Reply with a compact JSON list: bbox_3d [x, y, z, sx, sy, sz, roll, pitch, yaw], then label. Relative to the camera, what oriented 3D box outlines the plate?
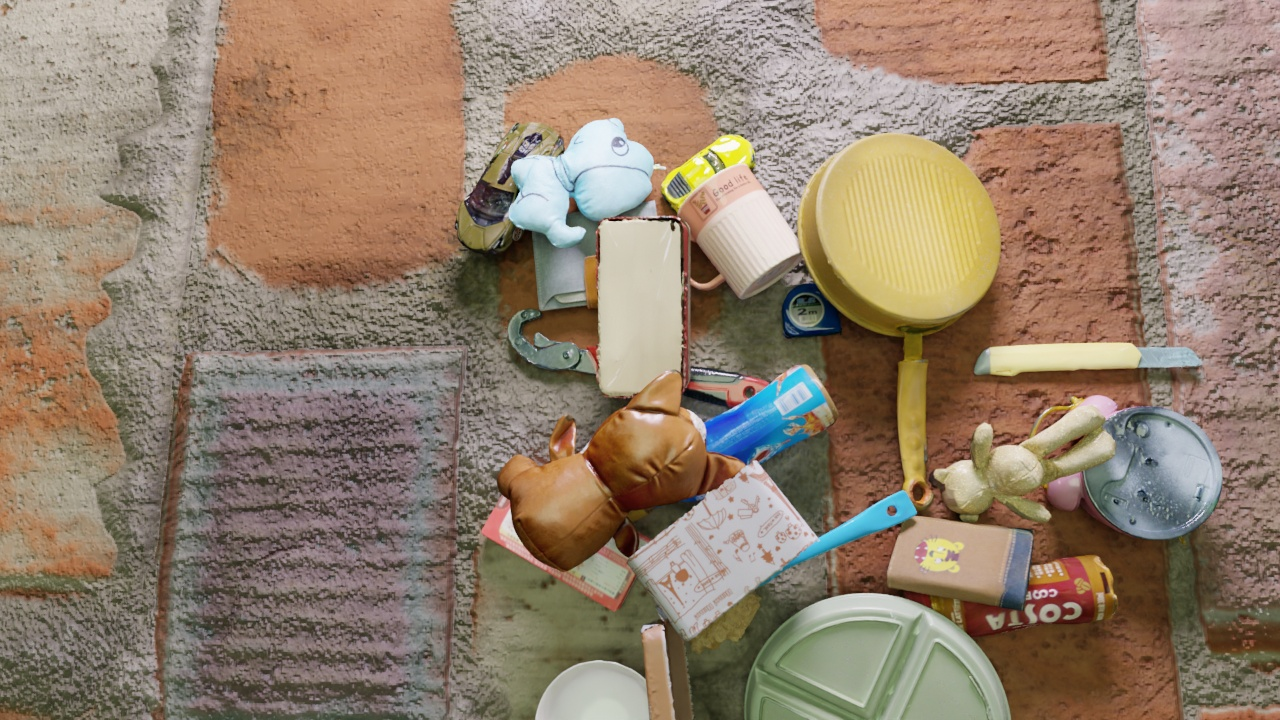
[{"bbox_3d":[0.204,0.320,0.802,0.230,0.027,0.230,0,91,13],"label":"plate"}]

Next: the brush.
[{"bbox_3d":[0.135,0.188,0.846,0.255,0.046,0.083,-29,74,6],"label":"brush"}]

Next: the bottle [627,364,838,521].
[{"bbox_3d":[0.079,0.085,0.864,0.219,0.065,0.065,-32,78,5],"label":"bottle"}]

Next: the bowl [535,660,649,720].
[{"bbox_3d":[-0.032,0.330,0.832,0.118,0.065,0.118,-1,79,5],"label":"bowl"}]

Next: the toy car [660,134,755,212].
[{"bbox_3d":[0.070,-0.193,0.937,0.105,0.032,0.048,-35,77,-3],"label":"toy car"}]

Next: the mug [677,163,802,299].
[{"bbox_3d":[0.087,-0.116,0.898,0.115,0.081,0.106,-36,79,11],"label":"mug"}]

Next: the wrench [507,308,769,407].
[{"bbox_3d":[-0.005,0.005,0.915,0.273,0.016,0.056,16,86,9],"label":"wrench"}]

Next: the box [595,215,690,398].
[{"bbox_3d":[0.000,-0.050,0.859,0.091,0.076,0.168,0,95,9],"label":"box"}]

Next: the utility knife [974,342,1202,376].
[{"bbox_3d":[0.423,-0.002,0.870,0.205,0.021,0.031,-2,82,12],"label":"utility knife"}]

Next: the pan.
[{"bbox_3d":[0.251,-0.040,0.868,0.197,0.078,0.357,-3,77,-14],"label":"pan"}]

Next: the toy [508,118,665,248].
[{"bbox_3d":[-0.051,-0.180,0.913,0.156,0.050,0.161,5,66,-14],"label":"toy"}]

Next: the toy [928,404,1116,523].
[{"bbox_3d":[0.339,0.091,0.816,0.158,0.066,0.105,-32,99,27],"label":"toy"}]

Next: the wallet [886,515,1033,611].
[{"bbox_3d":[0.283,0.174,0.811,0.115,0.033,0.090,3,37,27],"label":"wallet"}]

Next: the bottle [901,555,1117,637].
[{"bbox_3d":[0.325,0.214,0.820,0.175,0.057,0.057,-9,78,4],"label":"bottle"}]

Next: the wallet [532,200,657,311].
[{"bbox_3d":[-0.044,-0.104,0.929,0.130,0.037,0.106,-7,78,5],"label":"wallet"}]

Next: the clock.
[{"bbox_3d":[0.432,0.095,0.831,0.158,0.060,0.117,23,84,8],"label":"clock"}]

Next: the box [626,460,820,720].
[{"bbox_3d":[0.048,0.209,0.746,0.134,0.179,0.270,21,82,11],"label":"box"}]

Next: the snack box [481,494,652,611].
[{"bbox_3d":[-0.070,0.171,0.886,0.153,0.025,0.075,28,84,10],"label":"snack box"}]

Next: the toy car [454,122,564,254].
[{"bbox_3d":[-0.132,-0.177,0.935,0.070,0.042,0.158,20,70,18],"label":"toy car"}]

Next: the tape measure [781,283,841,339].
[{"bbox_3d":[0.167,-0.048,0.902,0.058,0.025,0.054,-4,77,1],"label":"tape measure"}]

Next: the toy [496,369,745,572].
[{"bbox_3d":[-0.020,0.100,0.813,0.200,0.130,0.140,-34,111,16],"label":"toy"}]
